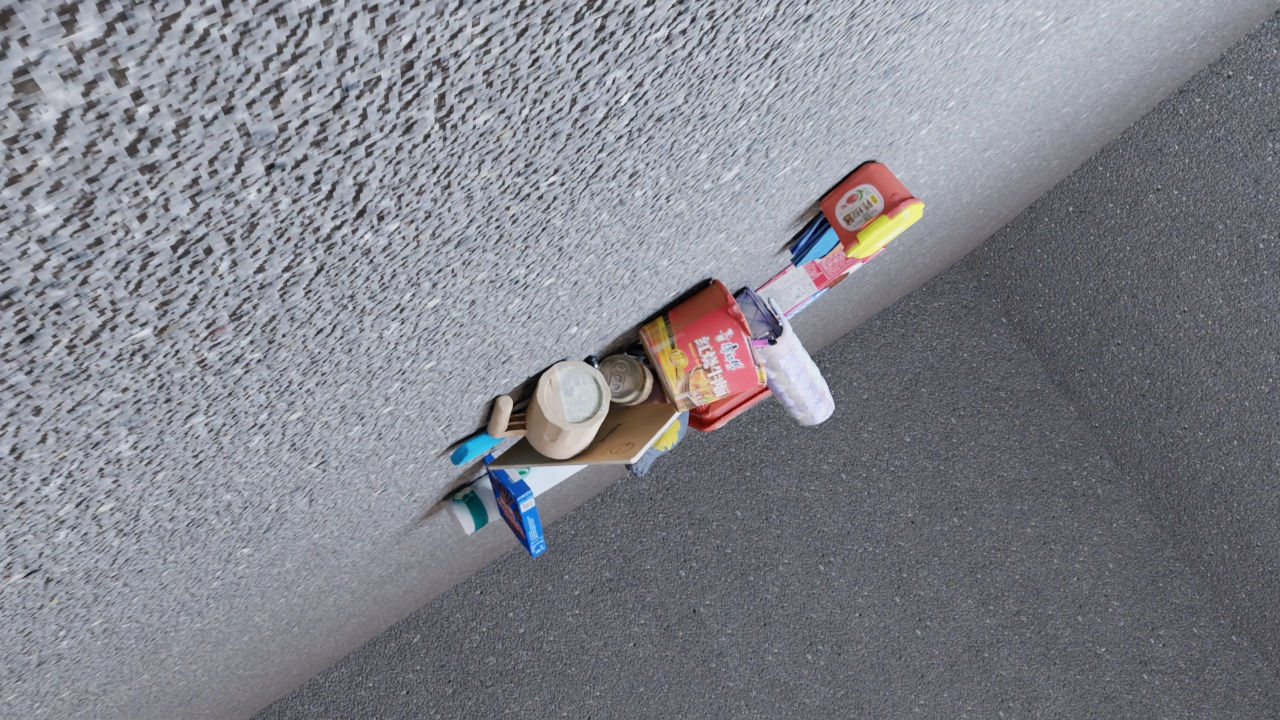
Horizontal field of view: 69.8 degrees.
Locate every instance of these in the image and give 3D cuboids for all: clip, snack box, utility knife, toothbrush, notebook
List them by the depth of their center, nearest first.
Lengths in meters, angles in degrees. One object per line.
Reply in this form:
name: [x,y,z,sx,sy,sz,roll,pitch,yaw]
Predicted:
snack box: [0.255,-0.169,1.021,0.091,0.080,0.081,-40,169,31]
utility knife: [-0.139,0.068,1.076,0.198,0.018,0.034,-31,168,-40]
notebook: [-0.063,0.090,1.098,0.208,0.008,0.147,-7,-160,32]
toothbrush: [-0.066,0.028,1.115,0.014,0.016,0.189,-29,169,-16]
toothbrush: [0.076,-0.018,1.132,0.189,0.014,0.018,-4,155,-3]
clip: [-0.006,0.009,1.231,0.057,0.031,0.025,-20,162,-40]
snack box: [-0.169,0.196,1.244,0.026,0.084,0.157,-31,145,-21]
snack box: [0.246,-0.123,1.311,0.208,0.058,0.057,-37,168,22]

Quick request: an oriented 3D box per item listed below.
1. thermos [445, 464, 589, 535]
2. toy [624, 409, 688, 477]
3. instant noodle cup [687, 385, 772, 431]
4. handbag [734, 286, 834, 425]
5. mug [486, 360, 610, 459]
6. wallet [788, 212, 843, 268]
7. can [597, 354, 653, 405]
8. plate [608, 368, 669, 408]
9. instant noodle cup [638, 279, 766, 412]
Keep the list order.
thermos: [-0.181,0.177,1.354,0.223,0.073,0.073,-29,170,-28]
toy: [0.007,0.100,1.384,0.138,0.091,0.356,-40,-172,-6]
instant noodle cup: [0.127,0.047,1.596,0.164,0.079,0.189,-32,-163,-18]
handbag: [0.188,-0.008,1.258,0.076,0.134,0.194,-35,132,8]
mug: [-0.100,0.055,0.991,0.124,0.084,0.104,-3,160,-15]
wallet: [0.252,-0.170,1.151,0.132,0.040,0.107,-26,164,-38]
can: [-0.019,0.025,1.140,0.058,0.058,0.116,-35,171,4]
plate: [0.029,0.035,1.257,0.230,0.028,0.229,-37,-168,9]
instant noodle cup: [0.067,-0.010,1.061,0.108,0.138,0.138,-25,171,-2]
